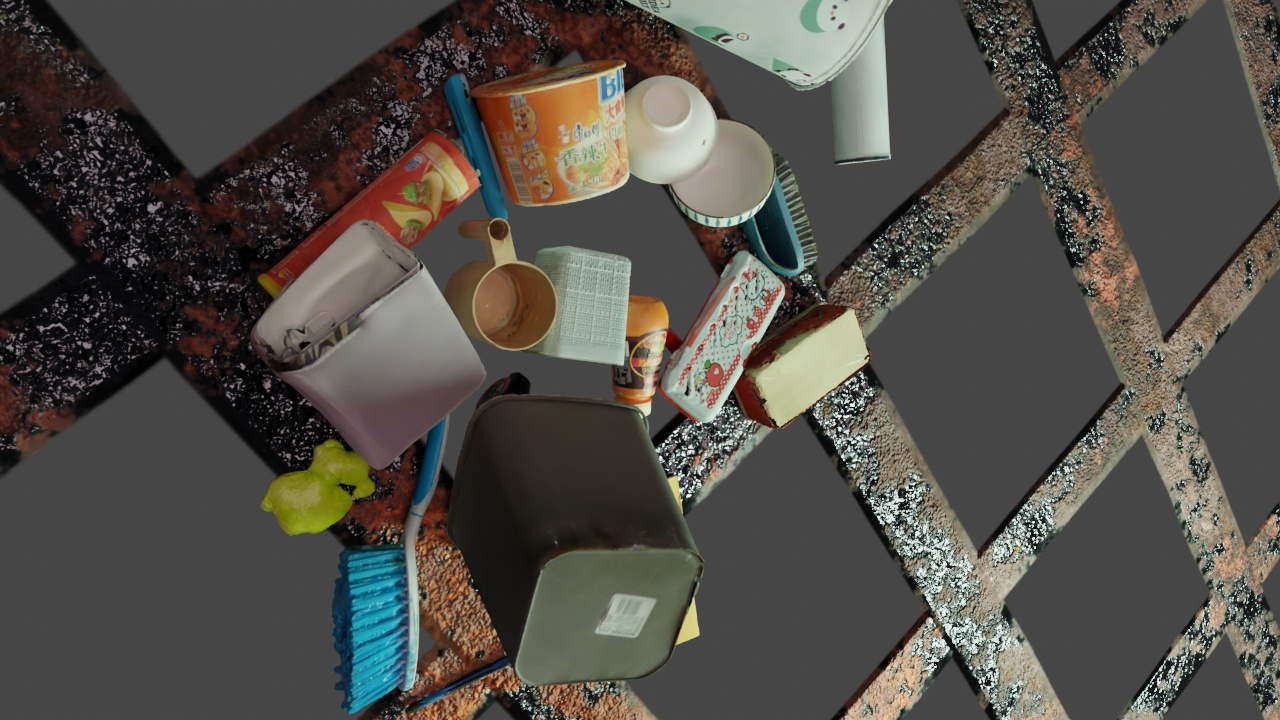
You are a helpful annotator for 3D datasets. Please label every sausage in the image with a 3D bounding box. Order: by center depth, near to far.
[{"bbox_3d":[0.053,-0.001,1.052,0.020,0.020,0.156,-47,115,-15],"label":"sausage"}]

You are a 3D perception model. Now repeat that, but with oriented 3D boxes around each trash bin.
[{"bbox_3d":[-0.060,0.170,0.871,0.198,0.219,0.199,4,116,-25],"label":"trash bin"},{"bbox_3d":[0.097,-0.420,0.909,0.251,0.230,0.229,12,91,-24],"label":"trash bin"}]

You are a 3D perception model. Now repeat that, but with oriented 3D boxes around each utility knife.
[{"bbox_3d":[-0.156,-0.188,0.907,0.018,0.034,0.186,-28,111,-31],"label":"utility knife"}]

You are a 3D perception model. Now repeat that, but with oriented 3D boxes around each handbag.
[{"bbox_3d":[-0.234,-0.008,0.805,0.144,0.098,0.197,-49,155,-18],"label":"handbag"}]

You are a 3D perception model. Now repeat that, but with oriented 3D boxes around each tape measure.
[{"bbox_3d":[-0.137,0.047,0.936,0.058,0.057,0.039,-35,116,18],"label":"tape measure"}]

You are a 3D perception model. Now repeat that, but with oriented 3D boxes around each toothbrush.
[{"bbox_3d":[-0.163,0.335,0.990,0.189,0.014,0.016,-22,130,-23],"label":"toothbrush"}]

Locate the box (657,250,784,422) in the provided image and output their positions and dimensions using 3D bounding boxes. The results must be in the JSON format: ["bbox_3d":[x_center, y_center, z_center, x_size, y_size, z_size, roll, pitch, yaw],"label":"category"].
[{"bbox_3d":[0.093,-0.029,1.038,0.087,0.048,0.200,41,69,-27],"label":"box"}]

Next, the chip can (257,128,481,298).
[{"bbox_3d":[-0.246,-0.120,0.847,0.216,0.073,0.073,-47,115,-15],"label":"chip can"}]

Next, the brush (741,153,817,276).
[{"bbox_3d":[0.153,-0.162,1.062,0.073,0.055,0.144,-30,111,-22],"label":"brush"}]

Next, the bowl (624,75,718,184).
[{"bbox_3d":[0.025,-0.250,0.947,0.118,0.065,0.118,0,80,-1],"label":"bowl"}]

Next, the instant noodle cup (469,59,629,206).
[{"bbox_3d":[-0.079,-0.219,0.885,0.151,0.151,0.111,-22,115,-24],"label":"instant noodle cup"}]

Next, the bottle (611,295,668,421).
[{"bbox_3d":[-0.006,0.006,1.002,0.066,0.067,0.149,-4,106,-28],"label":"bottle"}]

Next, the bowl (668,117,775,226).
[{"bbox_3d":[0.087,-0.197,1.004,0.116,0.066,0.116,-1,76,3],"label":"bowl"}]

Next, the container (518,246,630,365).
[{"bbox_3d":[-0.065,-0.056,0.943,0.090,0.090,0.111,7,91,-29],"label":"container"}]

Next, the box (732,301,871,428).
[{"bbox_3d":[0.195,0.003,1.096,0.168,0.077,0.091,-33,112,-21],"label":"box"}]

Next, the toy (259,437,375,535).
[{"bbox_3d":[-0.304,0.124,0.874,0.096,0.031,0.100,25,85,-31],"label":"toy"}]

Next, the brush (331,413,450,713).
[{"bbox_3d":[-0.243,0.182,0.906,0.109,0.061,0.314,-1,96,-34],"label":"brush"}]

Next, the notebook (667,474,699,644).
[{"bbox_3d":[-0.006,0.249,1.062,0.145,0.010,0.206,-14,104,-25],"label":"notebook"}]

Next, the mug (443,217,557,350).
[{"bbox_3d":[-0.143,-0.076,0.888,0.084,0.104,0.125,-18,105,-25],"label":"mug"}]

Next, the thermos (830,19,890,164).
[{"bbox_3d":[0.259,-0.349,1.087,0.073,0.073,0.224,-11,102,-27],"label":"thermos"}]
